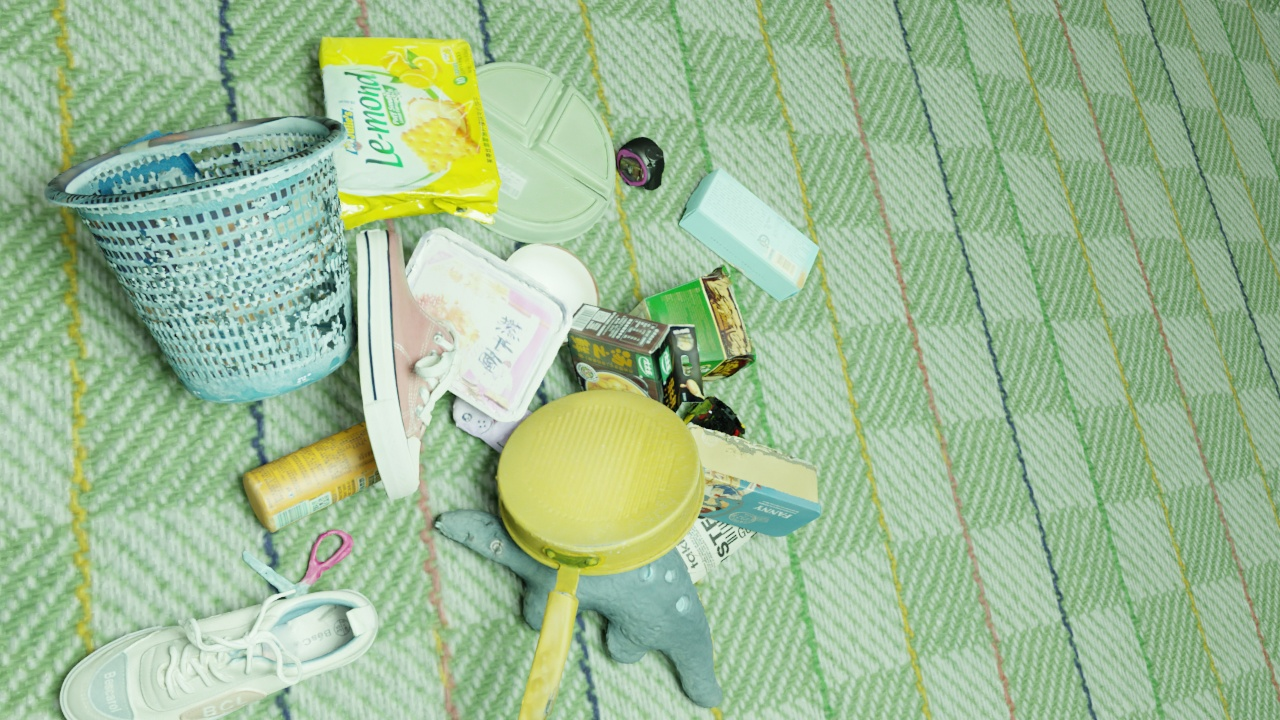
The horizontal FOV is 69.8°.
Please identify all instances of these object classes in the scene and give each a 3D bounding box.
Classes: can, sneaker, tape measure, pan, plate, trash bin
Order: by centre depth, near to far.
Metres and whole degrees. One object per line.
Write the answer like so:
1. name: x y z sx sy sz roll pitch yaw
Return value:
1. sneaker: -0.331 0.243 0.737 0.241 0.091 0.089 -12 79 -23
2. trash bin: -0.337 -0.081 0.770 0.226 0.227 0.195 -27 124 -32
3. sneaker: -0.202 0.000 0.811 0.087 0.118 0.241 -4 81 -15
4. pan: -0.057 0.176 0.826 0.198 0.078 0.356 8 46 13
5. can: -0.281 0.099 0.838 0.145 0.058 0.058 -26 87 -32
6. plate: -0.128 -0.244 1.054 0.230 0.028 0.230 9 69 -25
7. tape measure: -0.001 -0.237 1.102 0.058 0.057 0.039 36 53 25

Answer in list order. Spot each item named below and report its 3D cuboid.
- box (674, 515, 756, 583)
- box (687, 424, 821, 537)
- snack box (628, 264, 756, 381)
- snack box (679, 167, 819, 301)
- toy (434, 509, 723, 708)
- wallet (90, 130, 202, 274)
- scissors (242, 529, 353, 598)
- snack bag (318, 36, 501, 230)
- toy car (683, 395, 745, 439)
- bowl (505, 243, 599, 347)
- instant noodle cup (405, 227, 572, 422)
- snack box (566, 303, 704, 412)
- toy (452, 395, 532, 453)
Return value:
1. box: 0.078 0.188 1.004 0.164 0.060 0.072 -34 71 -32
2. box: 0.106 0.131 0.968 0.184 0.090 0.062 20 54 -17
3. snack box: 0.046 -0.028 1.026 0.105 0.118 0.118 -13 77 -26
4. snack box: 0.138 -0.156 1.153 0.175 0.052 0.074 36 59 -15
5. toy: -0.032 0.222 0.910 0.356 0.091 0.138 33 105 -13
6. wallet: -0.438 -0.135 0.842 0.106 0.040 0.133 -39 102 -30
7. scissors: -0.299 0.210 0.818 0.133 0.017 0.133 43 63 -5
8. snack bag: -0.236 -0.231 0.929 0.158 0.068 0.246 -6 58 -17
9. toy car: 0.058 0.105 1.028 0.071 0.041 0.155 44 62 -9
10. bowl: -0.106 -0.062 0.984 0.113 0.062 0.113 10 68 -25
11. instant noodle cup: -0.155 -0.036 0.904 0.173 0.060 0.138 31 102 9
12. snack box: -0.006 0.005 0.940 0.126 0.113 0.053 17 51 27
13. toy: -0.145 0.065 0.935 0.108 0.039 0.083 42 62 -12
